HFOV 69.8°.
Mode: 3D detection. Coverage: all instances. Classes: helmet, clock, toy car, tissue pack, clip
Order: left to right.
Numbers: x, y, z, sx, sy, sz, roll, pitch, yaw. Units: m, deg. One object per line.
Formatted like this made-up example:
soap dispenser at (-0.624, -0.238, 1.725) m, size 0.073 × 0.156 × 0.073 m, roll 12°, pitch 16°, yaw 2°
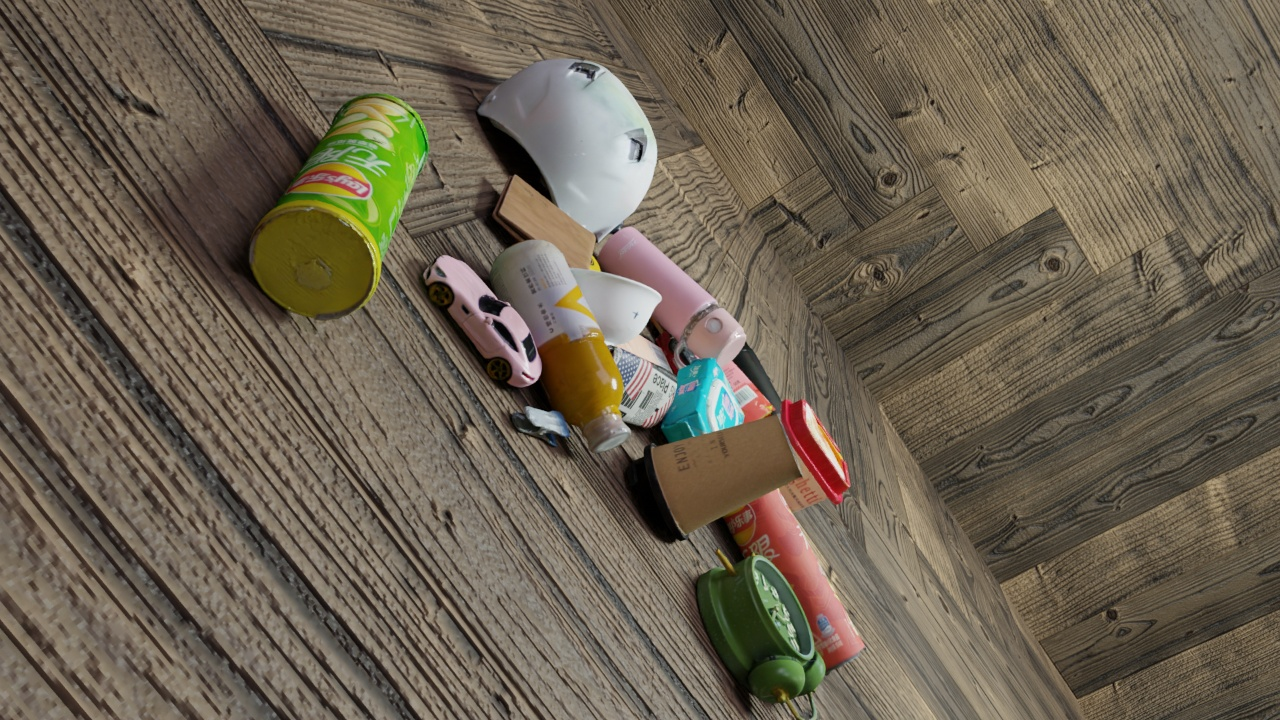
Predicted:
toy car at (-0.119, -0.032, 0.713) m, size 0.122 × 0.037 × 0.056 m, roll 53°, pitch 16°, yaw -11°
clip at (-0.077, 0.048, 0.711) m, size 0.058 × 0.038 × 0.026 m, roll 26°, pitch 37°, yaw -57°
helmet at (-0.064, -0.273, 1.119) m, size 0.229 × 0.146 × 0.258 m, roll 57°, pitch 16°, yaw -1°
toy car at (0.057, 0.017, 1.101) m, size 0.120 × 0.045 × 0.053 m, roll 57°, pitch 17°, yaw 22°
tissue pack at (0.068, 0.067, 0.975) m, size 0.093 × 0.050 × 0.133 m, roll 62°, pitch 26°, yaw -24°
clock at (0.112, 0.246, 0.816) m, size 0.116 × 0.056 × 0.161 m, roll 23°, pitch 37°, yaw -60°

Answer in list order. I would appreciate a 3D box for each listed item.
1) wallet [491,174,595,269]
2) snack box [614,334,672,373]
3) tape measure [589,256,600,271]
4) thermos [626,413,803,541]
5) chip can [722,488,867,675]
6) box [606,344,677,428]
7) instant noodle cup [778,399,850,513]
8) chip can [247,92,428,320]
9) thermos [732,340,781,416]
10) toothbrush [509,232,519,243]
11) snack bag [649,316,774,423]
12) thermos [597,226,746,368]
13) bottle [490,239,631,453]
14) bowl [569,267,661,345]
wallet at (-0.095, -0.132, 0.927) m, size 0.115 × 0.020 × 0.101 m, roll 38°, pitch 27°, yaw -21°
snack box at (-0.006, 0.006, 0.977) m, size 0.157 × 0.026 × 0.084 m, roll 29°, pitch 32°, yaw -57°
tape measure at (-0.072, -0.108, 0.996) m, size 0.060 × 0.029 × 0.057 m, roll 54°, pitch 17°, yaw 11°
thermos at (0.069, 0.102, 0.830) m, size 0.093 × 0.143 × 0.093 m, roll -22°, pitch 89°, yaw -81°
chip can at (0.150, 0.217, 0.955) m, size 0.216 × 0.073 × 0.073 m, roll 63°, pitch 18°, yaw 16°
box at (-0.011, 0.025, 0.871) m, size 0.164 × 0.052 × 0.068 m, roll 31°, pitch 71°, yaw -64°
instant noodle cup at (0.162, 0.124, 1.061) m, size 0.116 × 0.124 × 0.116 m, roll 55°, pitch 17°, yaw -9°
chip can at (-0.187, -0.111, 0.599) m, size 0.072 × 0.073 × 0.221 m, roll 48°, pitch 19°, yaw -27°
thermos at (0.151, 0.061, 1.274) m, size 0.089 × 0.069 × 0.242 m, roll -4°, pitch 54°, yaw -34°
toothbrush at (-0.075, -0.080, 0.961) m, size 0.187 × 0.016 × 0.017 m, roll 44°, pitch 11°, yaw -35°
snack bag at (0.088, 0.004, 1.191) m, size 0.208 × 0.073 × 0.128 m, roll 55°, pitch 24°, yaw 9°
thermos at (0.030, -0.066, 1.076) m, size 0.198 × 0.087 × 0.067 m, roll 45°, pitch -11°, yaw 20°
bottle at (-0.064, -0.012, 0.771) m, size 0.189 × 0.068 × 0.068 m, roll 63°, pitch 18°, yaw 18°
bowl at (-0.044, -0.040, 0.862) m, size 0.118 × 0.118 × 0.064 m, roll 27°, pitch 72°, yaw -59°
